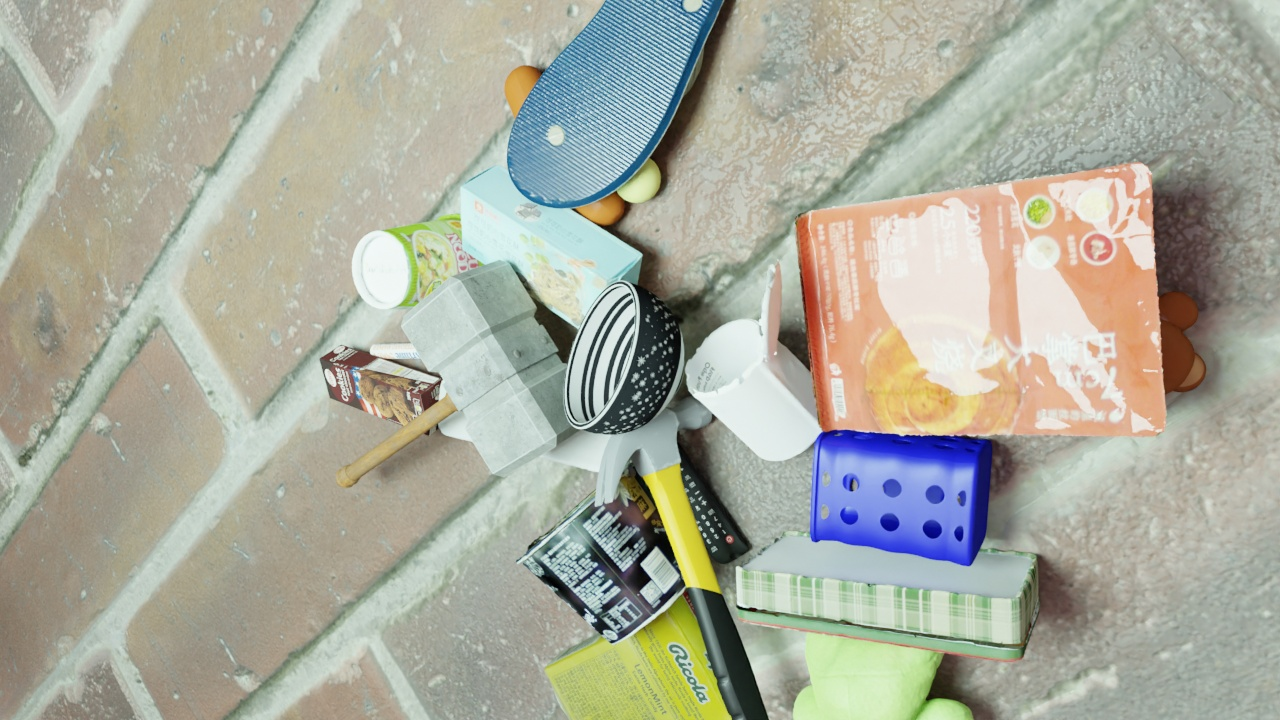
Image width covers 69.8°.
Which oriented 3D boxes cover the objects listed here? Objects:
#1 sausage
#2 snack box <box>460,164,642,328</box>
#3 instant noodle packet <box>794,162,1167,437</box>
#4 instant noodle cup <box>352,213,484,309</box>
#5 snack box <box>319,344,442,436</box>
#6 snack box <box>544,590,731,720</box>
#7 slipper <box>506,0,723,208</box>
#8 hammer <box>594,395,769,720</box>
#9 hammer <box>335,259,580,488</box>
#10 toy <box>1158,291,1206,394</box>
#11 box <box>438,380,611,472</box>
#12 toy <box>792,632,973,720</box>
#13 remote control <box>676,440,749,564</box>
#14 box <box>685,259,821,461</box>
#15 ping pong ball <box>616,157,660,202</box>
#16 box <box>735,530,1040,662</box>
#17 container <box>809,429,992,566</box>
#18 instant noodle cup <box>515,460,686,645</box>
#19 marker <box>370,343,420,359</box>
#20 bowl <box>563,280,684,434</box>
[{"bbox_3d":[-0.070,-0.186,0.803,0.044,0.039,0.164,-35,81,11],"label":"sausage"},{"bbox_3d":[-0.082,-0.096,0.806,0.175,0.053,0.075,34,141,19],"label":"snack box"},{"bbox_3d":[0.220,-0.033,0.604,0.221,0.083,0.164,-1,98,48],"label":"instant noodle packet"},{"bbox_3d":[-0.205,-0.088,0.861,0.099,0.107,0.099,5,101,28],"label":"instant noodle cup"},{"bbox_3d":[-0.266,0.029,0.951,0.141,0.031,0.051,16,128,26],"label":"snack box"},{"bbox_3d":[0.002,0.302,0.852,0.181,0.045,0.121,-35,83,33],"label":"snack box"},{"bbox_3d":[-0.001,-0.250,0.745,0.118,0.060,0.295,34,101,15],"label":"slipper"},{"bbox_3d":[0.055,0.194,0.743,0.029,0.126,0.323,-27,81,54],"label":"hammer"},{"bbox_3d":[-0.201,0.057,0.859,0.319,0.082,0.162,-32,90,35],"label":"hammer"},{"bbox_3d":[0.310,-0.024,0.610,0.095,0.065,0.127,-33,69,2],"label":"toy"},{"bbox_3d":[-0.106,0.057,0.872,0.210,0.037,0.064,10,102,28],"label":"box"},{"bbox_3d":[0.186,0.302,0.716,0.150,0.107,0.196,-9,86,29],"label":"toy"},{"bbox_3d":[0.043,0.112,0.808,0.033,0.015,0.147,-39,79,29],"label":"remote control"},{"bbox_3d":[0.094,0.002,0.680,0.126,0.084,0.156,-17,133,44],"label":"box"},{"bbox_3d":[-0.003,-0.153,0.771,0.040,0.040,0.040,6,102,29],"label":"ping pong ball"},{"bbox_3d":[0.182,0.171,0.683,0.206,0.117,0.051,-2,96,28],"label":"box"},{"bbox_3d":[0.194,0.096,0.680,0.114,0.084,0.085,5,100,28],"label":"container"},{"bbox_3d":[-0.021,0.170,0.794,0.138,0.137,0.112,-42,86,29],"label":"instant noodle cup"},{"bbox_3d":[-0.217,-0.010,0.934,0.146,0.017,0.017,-1,99,30],"label":"marker"},{"bbox_3d":[-0.004,0.004,0.722,0.120,0.066,0.120,-44,37,45],"label":"bowl"}]
